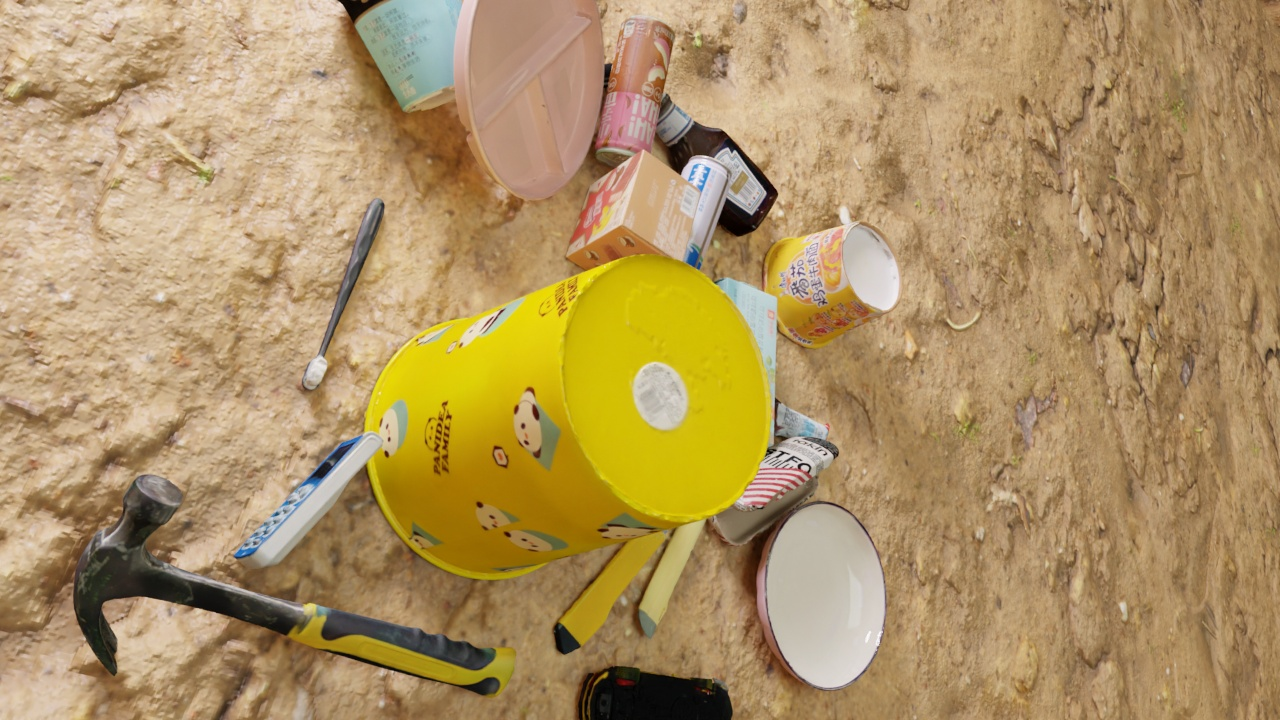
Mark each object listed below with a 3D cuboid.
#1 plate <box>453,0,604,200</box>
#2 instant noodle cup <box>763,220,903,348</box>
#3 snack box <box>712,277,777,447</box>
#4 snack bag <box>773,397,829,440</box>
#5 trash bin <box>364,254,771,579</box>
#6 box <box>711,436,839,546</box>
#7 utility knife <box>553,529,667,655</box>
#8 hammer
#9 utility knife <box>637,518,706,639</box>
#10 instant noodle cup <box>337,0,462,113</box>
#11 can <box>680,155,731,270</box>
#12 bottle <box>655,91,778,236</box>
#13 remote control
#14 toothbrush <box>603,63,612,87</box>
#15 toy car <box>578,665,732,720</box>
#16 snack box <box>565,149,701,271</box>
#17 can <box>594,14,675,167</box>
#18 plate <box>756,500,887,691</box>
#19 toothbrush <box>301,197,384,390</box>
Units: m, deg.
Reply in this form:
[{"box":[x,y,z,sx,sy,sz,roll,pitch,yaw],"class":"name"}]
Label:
[{"box":[-0.098,-0.263,0.837,0.228,0.028,0.230,-39,136,-54],"class":"plate"},{"box":[0.227,-0.092,1.060,0.137,0.110,0.138,11,71,-36],"class":"instant noodle cup"},{"box":[0.100,0.005,0.968,0.074,0.052,0.174,17,67,-33],"class":"snack box"},{"box":[0.177,0.076,1.024,0.105,0.026,0.045,25,71,-29],"class":"snack bag"},{"box":[-0.053,0.045,0.703,0.229,0.256,0.229,12,70,-36],"class":"trash bin"},{"box":[0.138,0.137,0.957,0.162,0.076,0.088,-28,126,-40],"class":"box"},{"box":[-0.011,0.189,0.848,0.208,0.015,0.033,-44,104,-35],"class":"utility knife"},{"box":[-0.225,0.189,0.645,0.323,0.032,0.126,32,99,-36],"class":"hammer"},{"box":[0.036,0.191,0.886,0.031,0.018,0.167,49,54,-21],"class":"utility knife"},{"box":[-0.195,-0.285,0.798,0.111,0.111,0.120,-33,106,-40],"class":"instant noodle cup"},{"box":[0.051,-0.143,0.955,0.053,0.053,0.134,28,74,-29],"class":"can"},{"box":[0.068,-0.227,1.019,0.195,0.044,0.079,43,64,-19],"class":"bottle"},{"box":[-0.241,0.102,0.673,0.024,0.049,0.124,50,53,-19],"class":"remote control"},{"box":[-0.079,-0.285,0.934,0.212,0.027,0.026,-21,46,-39],"class":"toothbrush"},{"box":[0.017,0.314,0.816,0.155,0.041,0.071,18,66,-31],"class":"toy car"},{"box":[-0.007,-0.133,0.898,0.077,0.095,0.092,30,60,-28],"class":"snack box"},{"box":[-0.006,-0.274,0.942,0.057,0.058,0.147,15,84,-34],"class":"can"},{"box":[0.186,0.246,0.968,0.192,0.039,0.192,11,73,-37],"class":"plate"},{"box":[-0.238,-0.059,0.746,0.015,0.018,0.180,25,61,-27],"class":"toothbrush"}]
